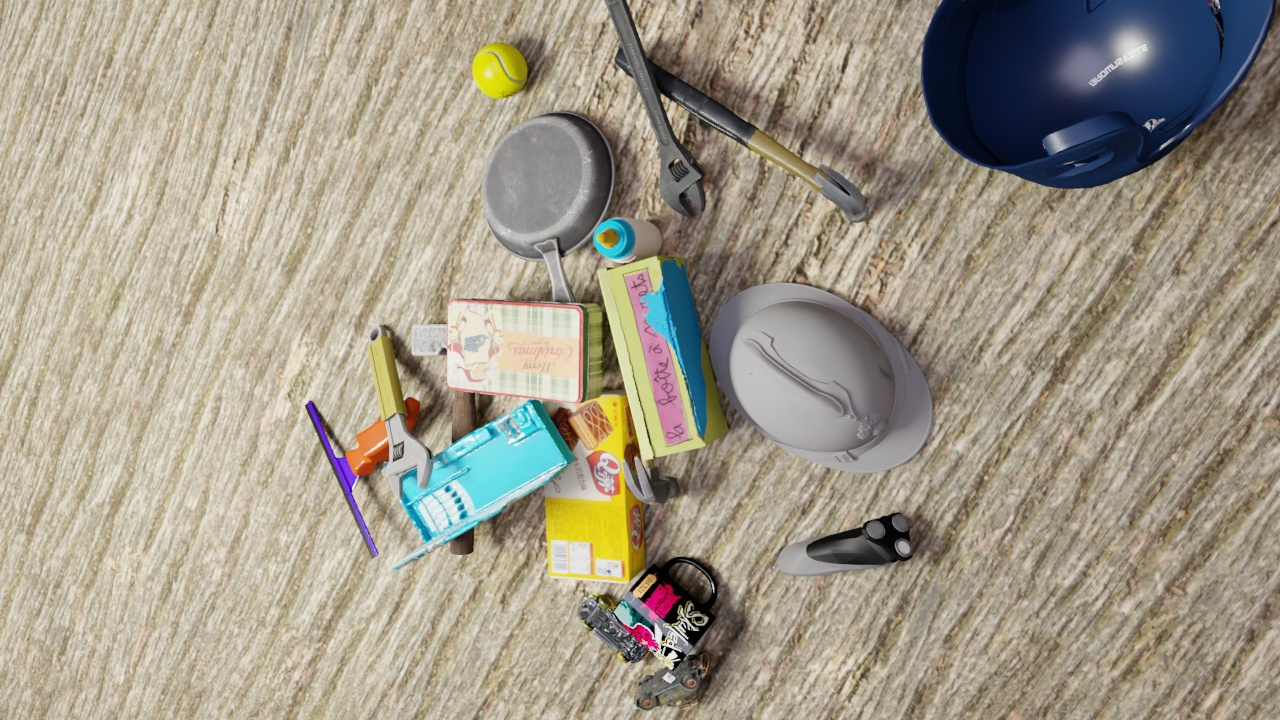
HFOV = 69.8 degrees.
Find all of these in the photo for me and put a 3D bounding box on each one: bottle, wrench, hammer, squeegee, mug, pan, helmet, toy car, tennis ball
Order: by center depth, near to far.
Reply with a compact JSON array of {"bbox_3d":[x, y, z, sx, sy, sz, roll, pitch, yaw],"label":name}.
[{"bbox_3d":[0.415,-0.279,0.818,0.273,0.222,0.232,-40,65,48],"label":"helmet"},{"bbox_3d":[0.185,0.026,0.996,0.271,0.117,0.184,35,106,12],"label":"helmet"},{"bbox_3d":[0.104,-0.257,1.010,0.333,0.117,0.025,37,99,18],"label":"hammer"},{"bbox_3d":[0.014,-0.286,1.023,0.073,0.018,0.273,1,122,46],"label":"wrench"},{"bbox_3d":[-0.019,-0.136,1.038,0.051,0.146,0.051,2,96,20],"label":"bottle"},{"bbox_3d":[-0.006,0.006,1.085,0.031,0.119,0.331,-10,84,19],"label":"hammer"},{"bbox_3d":[-0.104,-0.131,1.098,0.188,0.055,0.356,-13,78,24],"label":"pan"},{"bbox_3d":[0.039,0.295,1.106,0.098,0.082,0.118,39,79,12],"label":"mug"},{"bbox_3d":[-0.171,-0.352,1.114,0.065,0.065,0.065,2,96,20],"label":"tennis ball"},{"bbox_3d":[0.046,0.402,1.125,0.112,0.047,0.047,-30,104,16],"label":"toy car"},{"bbox_3d":[-0.032,0.336,1.155,0.107,0.030,0.049,39,108,10],"label":"toy car"},{"bbox_3d":[-0.190,0.099,1.166,0.218,0.037,0.300,1,89,19],"label":"hammer"},{"bbox_3d":[-0.313,0.057,1.168,0.084,0.018,0.273,-38,53,22],"label":"wrench"},{"bbox_3d":[-0.349,0.109,1.227,0.185,0.055,0.249,-43,67,30],"label":"squeegee"}]

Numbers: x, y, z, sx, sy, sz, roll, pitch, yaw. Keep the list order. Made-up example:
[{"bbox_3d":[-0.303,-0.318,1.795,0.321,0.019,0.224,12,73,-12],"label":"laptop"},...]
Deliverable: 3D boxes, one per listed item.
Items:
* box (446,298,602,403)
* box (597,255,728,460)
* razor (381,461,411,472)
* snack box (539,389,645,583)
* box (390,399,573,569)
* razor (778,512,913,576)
[{"bbox_3d":[-0.140,-0.015,1.078,0.206,0.049,0.118,6,101,30],"label":"box"},{"bbox_3d":[0.027,-0.008,1.050,0.081,0.124,0.221,-16,91,18],"label":"box"},{"bbox_3d":[-0.286,0.148,1.235,0.144,0.022,0.042,3,88,24],"label":"razor"},{"bbox_3d":[-0.057,0.151,1.128,0.110,0.061,0.230,-1,95,21],"label":"snack box"},{"bbox_3d":[-0.205,0.146,1.077,0.227,0.121,0.098,-30,93,19],"label":"box"},{"bbox_3d":[0.227,0.214,1.037,0.157,0.060,0.057,-28,42,36],"label":"razor"}]
